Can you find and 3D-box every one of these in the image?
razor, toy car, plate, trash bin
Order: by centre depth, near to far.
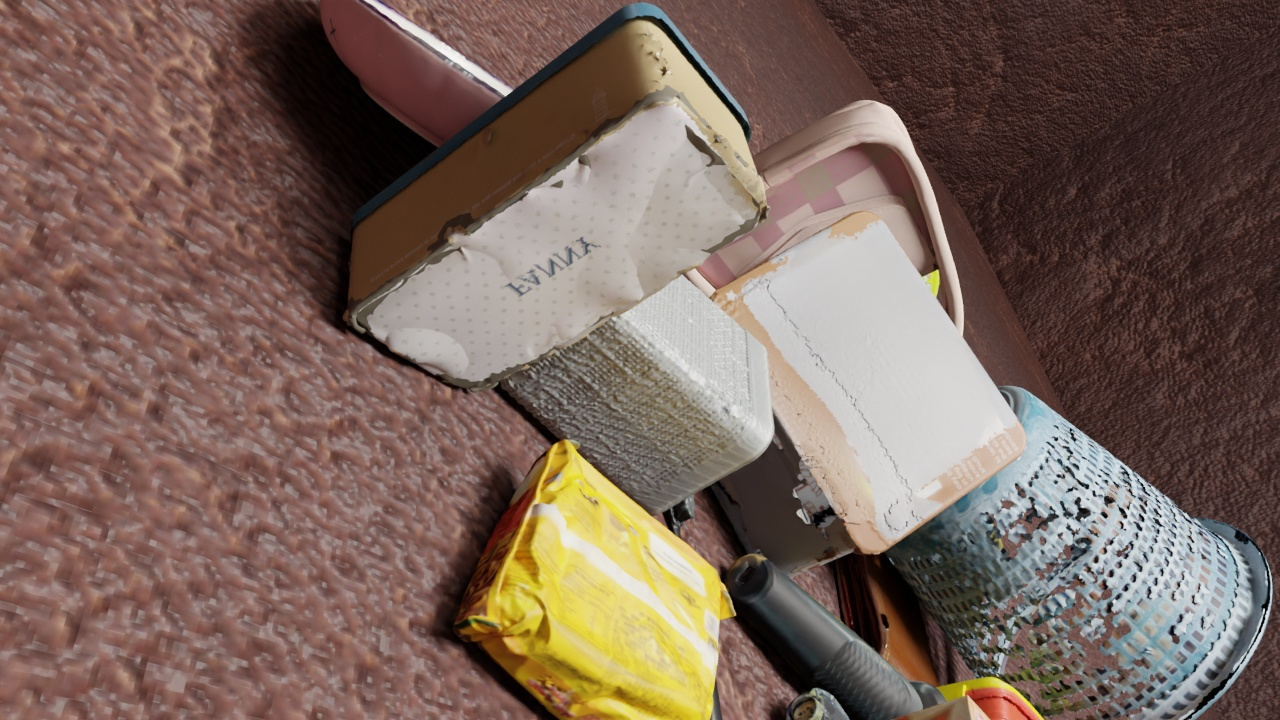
[{"bbox_3d":[-0.079,-0.123,0.467,0.192,0.039,0.192,33,11,-7],"label":"plate"},{"bbox_3d":[0.093,0.220,0.472,0.049,0.031,0.105,48,29,-23],"label":"toy car"},{"bbox_3d":[0.112,0.176,0.544,0.167,0.062,0.067,45,-2,-16],"label":"razor"},{"bbox_3d":[0.281,0.134,0.664,0.195,0.227,0.226,45,27,-3],"label":"trash bin"}]

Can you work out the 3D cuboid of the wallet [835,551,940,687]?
[{"bbox_3d":[0.183,0.195,0.664,0.101,0.032,0.124,46,26,-28],"label":"wallet"}]

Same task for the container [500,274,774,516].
[{"bbox_3d":[-0.003,0.003,0.472,0.114,0.090,0.090,42,30,-26],"label":"container"}]

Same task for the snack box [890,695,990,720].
[{"bbox_3d":[0.157,0.249,0.483,0.077,0.093,0.094,47,28,-23],"label":"snack box"}]

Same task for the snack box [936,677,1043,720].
[{"bbox_3d":[0.206,0.255,0.575,0.082,0.091,0.080,45,35,-26],"label":"snack box"}]

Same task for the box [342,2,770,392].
[{"bbox_3d":[-0.033,-0.061,0.376,0.089,0.185,0.061,39,29,-45],"label":"box"}]

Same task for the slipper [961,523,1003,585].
[{"bbox_3d":[0.240,0.135,0.794,0.081,0.092,0.190,-38,110,-25],"label":"slipper"}]

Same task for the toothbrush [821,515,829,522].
[{"bbox_3d":[0.112,0.059,0.702,0.014,0.016,0.189,23,41,-58],"label":"toothbrush"}]

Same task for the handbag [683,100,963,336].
[{"bbox_3d":[0.155,-0.063,0.719,0.234,0.194,0.093,57,27,-15],"label":"handbag"}]

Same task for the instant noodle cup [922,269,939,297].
[{"bbox_3d":[0.268,-0.095,1.057,0.123,0.112,0.111,4,58,-51],"label":"instant noodle cup"}]

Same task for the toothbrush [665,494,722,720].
[{"bbox_3d":[0.033,0.139,0.471,0.014,0.017,0.188,32,38,-43],"label":"toothbrush"}]

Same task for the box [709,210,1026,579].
[{"bbox_3d":[0.122,0.018,0.574,0.182,0.178,0.152,61,24,4],"label":"box"}]

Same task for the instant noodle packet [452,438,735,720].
[{"bbox_3d":[-0.012,0.108,0.389,0.128,0.044,0.110,46,35,-18],"label":"instant noodle packet"}]
